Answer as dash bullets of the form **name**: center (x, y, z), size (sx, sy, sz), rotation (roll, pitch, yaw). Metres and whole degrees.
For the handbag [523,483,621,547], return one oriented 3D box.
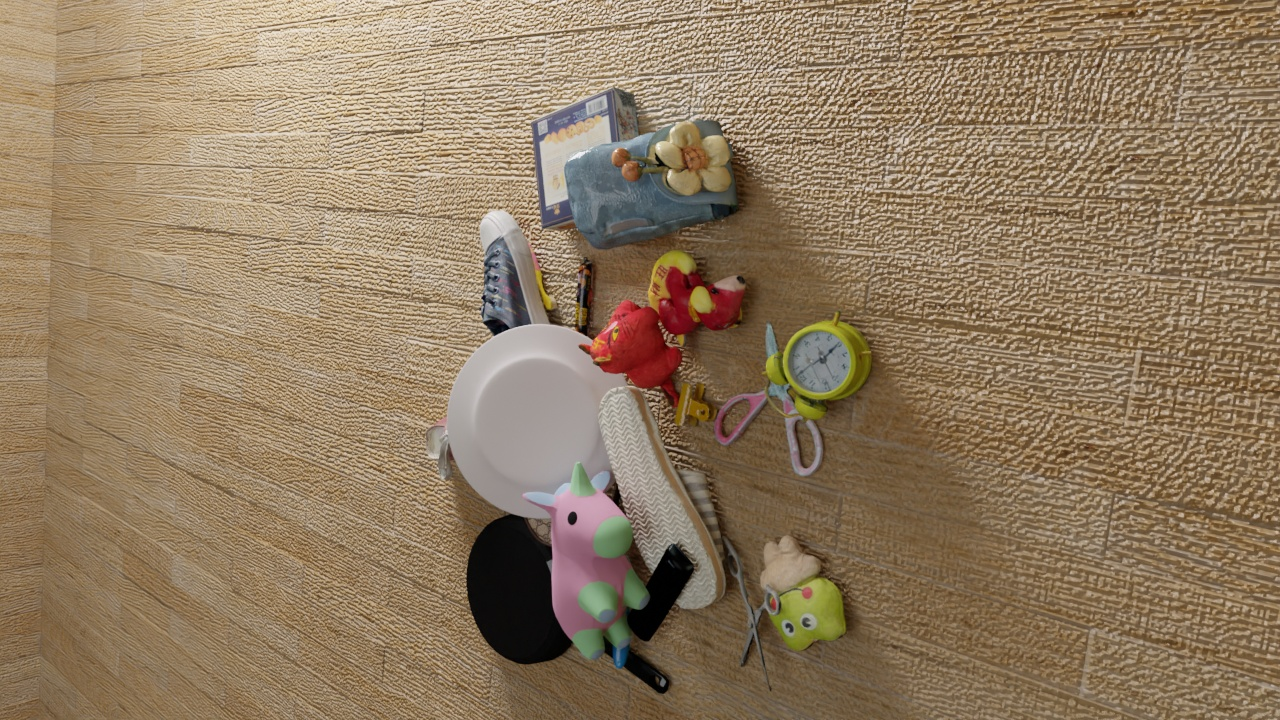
- **handbag**: center (-0.086, 0.162, 1.166), size (0.139, 0.063, 0.166), rotation (-28, 75, 27)

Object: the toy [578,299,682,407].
- **toy**: center (-0.006, 0.006, 1.065), size (0.133, 0.094, 0.088), rotation (57, 161, -18)

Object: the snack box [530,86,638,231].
- **snack box**: center (-0.067, -0.246, 1.142), size (0.145, 0.042, 0.145), rotation (-9, 86, 38)

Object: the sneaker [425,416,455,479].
- **sneaker**: center (-0.229, 0.095, 1.258), size (0.242, 0.087, 0.118), rotation (-19, 80, 39)

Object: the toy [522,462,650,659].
- **toy**: center (-0.065, 0.243, 1.084), size (0.171, 0.119, 0.223), rotation (49, 136, 36)

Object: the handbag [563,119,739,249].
- **handbag**: center (0.010, -0.199, 1.014), size (0.192, 0.118, 0.121), rotation (-10, 83, 9)

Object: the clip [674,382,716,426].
- **clip**: center (0.067, 0.054, 1.056), size (0.048, 0.045, 0.054), rotation (14, 100, 12)

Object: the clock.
- **clock**: center (0.179, 0.010, 0.934), size (0.119, 0.057, 0.083), rotation (-45, 74, 22)

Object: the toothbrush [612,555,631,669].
- **toothbrush**: center (-0.021, 0.308, 1.125), size (0.022, 0.017, 0.135), rotation (1, 80, 14)

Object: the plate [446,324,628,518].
- **plate**: center (-0.127, 0.076, 1.139), size (0.243, 0.016, 0.242), rotation (0, 89, 10)

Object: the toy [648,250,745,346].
- **toy**: center (0.056, -0.067, 1.039), size (0.137, 0.067, 0.106), rotation (25, 114, 45)

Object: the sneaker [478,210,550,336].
- **sneaker**: center (-0.180, -0.082, 1.206), size (0.088, 0.079, 0.235), rotation (-31, 75, 54)

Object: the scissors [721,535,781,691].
- **scissors**: center (0.120, 0.272, 1.006), size (0.142, 0.014, 0.174), rotation (113, 145, -51)

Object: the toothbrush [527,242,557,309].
- **toothbrush**: center (-0.143, -0.122, 1.228), size (0.021, 0.016, 0.135), rotation (-43, 63, 34)

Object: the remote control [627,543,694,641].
- **remote control**: center (0.020, 0.271, 1.059), size (0.041, 0.020, 0.152), rotation (46, 133, 27)

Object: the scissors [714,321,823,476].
- **scissors**: center (0.154, 0.051, 0.992), size (0.171, 0.014, 0.168), rotation (-52, 60, 24)

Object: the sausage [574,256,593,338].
- **sausage**: center (-0.073, -0.054, 1.169), size (0.020, 0.020, 0.155), rotation (7, 96, 39)

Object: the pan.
- **pan**: center (-0.107, 0.334, 1.196), size (0.356, 0.044, 0.204), rotation (25, 106, 37)

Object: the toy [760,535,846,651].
- **toy**: center (0.166, 0.243, 0.968), size (0.092, 0.043, 0.117), rotation (-36, 66, 41)

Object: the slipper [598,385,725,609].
- **slipper**: center (0.026, 0.155, 1.072), size (0.115, 0.053, 0.272), rotation (-35, 75, 40)
